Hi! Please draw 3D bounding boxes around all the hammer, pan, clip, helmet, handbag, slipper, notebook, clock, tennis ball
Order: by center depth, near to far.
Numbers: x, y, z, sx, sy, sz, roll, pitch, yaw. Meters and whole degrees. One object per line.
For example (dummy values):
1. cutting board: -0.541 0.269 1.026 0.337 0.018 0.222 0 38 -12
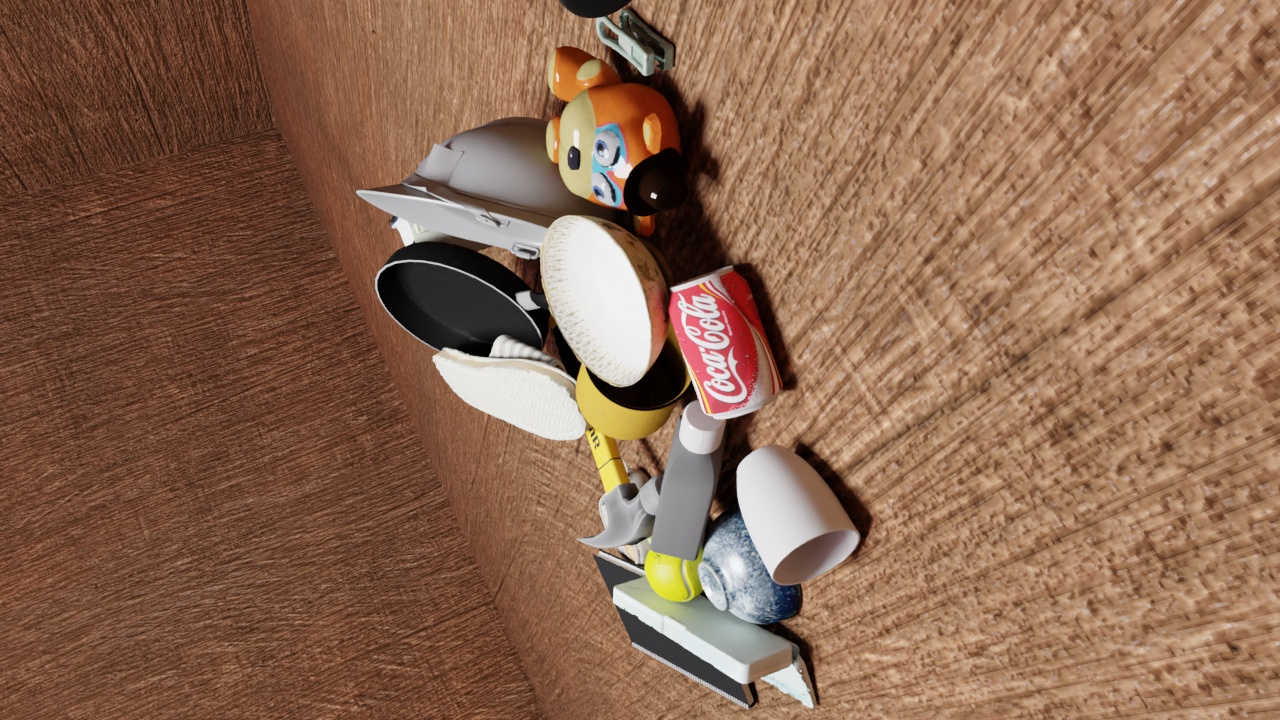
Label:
1. clip: -0.004 -0.239 0.685 0.076 0.042 0.023 50 151 36
2. helmet: -0.115 -0.167 0.847 0.183 0.271 0.117 50 -125 -85
3. tennis ball: 0.038 0.203 0.901 0.065 0.065 0.065 51 153 38
4. pan: -0.143 -0.068 1.006 0.357 0.044 0.204 -6 141 39
5. hammer: -0.058 0.055 1.025 0.170 0.034 0.324 -47 55 45
6. slipper: -0.145 0.027 1.046 0.273 0.053 0.114 8 130 47
7. notebook: 0.036 0.304 1.051 0.207 0.016 0.149 10 127 50
8. handbag: -0.202 -0.164 1.065 0.176 0.151 0.074 -12 99 68
9. clock: -0.013 0.176 1.068 0.103 0.061 0.157 37 146 52

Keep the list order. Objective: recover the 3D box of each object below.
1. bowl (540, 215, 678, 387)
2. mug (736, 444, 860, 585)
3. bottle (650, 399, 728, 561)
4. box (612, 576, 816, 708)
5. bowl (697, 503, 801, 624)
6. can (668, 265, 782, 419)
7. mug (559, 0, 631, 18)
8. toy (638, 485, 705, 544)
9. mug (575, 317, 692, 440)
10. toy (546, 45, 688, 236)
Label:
1. bowl: -0.015 -0.057 0.745 0.145 0.063 0.145 36 140 38
2. mug: 0.118 0.120 0.706 0.107 0.071 0.089 50 -169 -52
3. bottle: 0.046 0.099 0.818 0.174 0.046 0.083 97 -173 -51
4. box: 0.069 0.274 0.898 0.198 0.074 0.126 15 146 51
5. bowl: 0.089 0.196 0.842 0.114 0.060 0.115 52 155 36
6. can: 0.063 -0.014 0.693 0.064 0.064 0.105 -3 107 68
7. mug: -0.036 -0.312 0.637 0.088 0.078 0.114 56 130 28
8. toy: 0.035 0.175 0.975 0.118 0.043 0.092 9 116 64
9. mug: -0.005 0.005 0.847 0.094 0.100 0.123 113 171 -65
10. toy: -0.019 -0.170 0.713 0.176 0.096 0.112 38 139 34
